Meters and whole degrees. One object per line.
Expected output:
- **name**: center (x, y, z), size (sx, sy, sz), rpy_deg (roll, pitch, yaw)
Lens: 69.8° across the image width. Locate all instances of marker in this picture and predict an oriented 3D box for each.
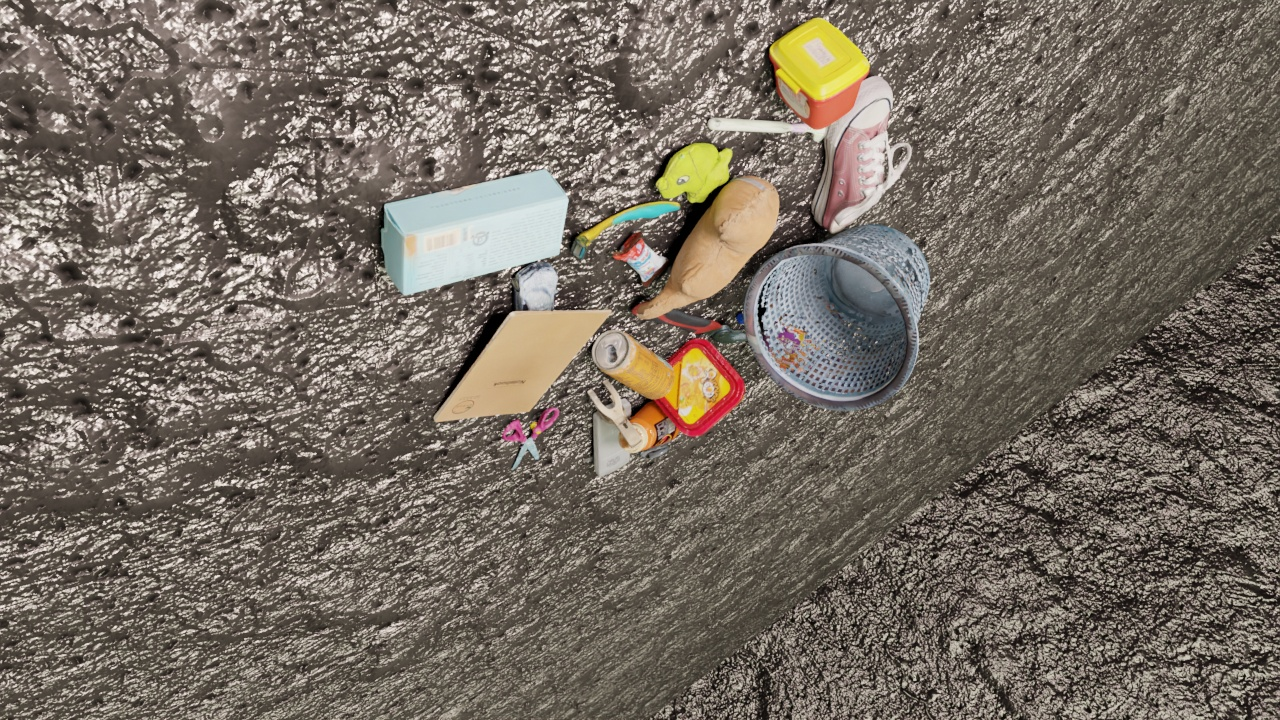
- **marker**: center (0.183, -0.050, 1.391), size (0.017, 0.017, 0.145), rpy_deg (-47, 149, 16)

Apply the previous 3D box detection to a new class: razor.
- **razor**: center (-0.016, -0.152, 1.016), size (0.132, 0.028, 0.043), rpy_deg (-26, 172, -14)

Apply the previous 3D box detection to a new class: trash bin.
- **trash bin**: center (0.276, -0.077, 1.198), size (0.194, 0.226, 0.227), rpy_deg (-41, 161, -47)

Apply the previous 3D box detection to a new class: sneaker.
- **sneaker**: center (0.279, -0.241, 1.151), size (0.118, 0.088, 0.241), rpy_deg (-26, 150, -19)

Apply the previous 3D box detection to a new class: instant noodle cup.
- **instant noodle cup**: center (0.092, 0.044, 1.340), size (0.116, 0.116, 0.123), rpy_deg (-43, 162, 8)
- **instant noodle cup**: center (0.227, -0.042, 1.348), size (0.111, 0.111, 0.099), rpy_deg (-18, 143, -31)

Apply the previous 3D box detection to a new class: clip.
- **clip**: center (-0.032, 0.077, 1.270), size (0.035, 0.102, 0.095), rpy_deg (-35, 176, -8)

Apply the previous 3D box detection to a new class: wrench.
- **wrench**: center (0.079, -0.051, 1.264), size (0.056, 0.016, 0.273), rpy_deg (-29, 156, 33)

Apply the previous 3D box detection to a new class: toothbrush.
- **toothbrush**: center (0.147, -0.266, 1.044), size (0.189, 0.020, 0.029), rpy_deg (-9, 110, -39)

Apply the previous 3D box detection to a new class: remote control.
- **remote control**: center (-0.043, 0.116, 1.368), size (0.058, 0.021, 0.150), rpy_deg (-25, 145, -23)

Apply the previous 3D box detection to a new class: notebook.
- **notebook**: center (-0.141, 0.007, 1.090), size (0.147, 0.008, 0.208), rpy_deg (-4, 146, -45)

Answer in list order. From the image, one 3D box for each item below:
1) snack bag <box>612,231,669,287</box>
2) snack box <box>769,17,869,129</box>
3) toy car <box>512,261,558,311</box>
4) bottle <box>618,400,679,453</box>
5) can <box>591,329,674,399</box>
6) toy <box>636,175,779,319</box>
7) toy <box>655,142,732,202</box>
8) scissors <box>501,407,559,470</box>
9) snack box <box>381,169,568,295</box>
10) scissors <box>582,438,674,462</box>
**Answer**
- **snack bag**: center (0.002, -0.120, 1.083), size (0.045, 0.026, 0.105), rpy_deg (-48, 153, 4)
- **snack box**: center (0.185, -0.298, 0.970), size (0.082, 0.091, 0.080), rpy_deg (-33, 158, -8)
- **toy car**: center (-0.117, -0.066, 1.027), size (0.048, 0.031, 0.106), rpy_deg (-24, 147, -24)
- **bottle**: center (0.008, 0.101, 1.326), size (0.067, 0.067, 0.149), rpy_deg (-52, 168, 24)
- **can**: center (-0.007, 0.007, 1.221), size (0.058, 0.058, 0.146), rpy_deg (-42, 150, 8)
- **toy**: center (0.083, -0.125, 1.099), size (0.143, 0.082, 0.227), rpy_deg (-31, 164, -53)
- **toy**: center (0.062, -0.210, 1.017), size (0.096, 0.031, 0.100), rpy_deg (-42, 155, -1)
- **scissors**: center (-0.160, 0.112, 1.250), size (0.107, 0.017, 0.136), rpy_deg (-10, 145, -41)
- **snack box**: center (-0.157, -0.124, 0.878), size (0.174, 0.051, 0.074), rpy_deg (-19, 147, -28)
- **scissors**: center (-0.020, 0.149, 1.456), size (0.175, 0.014, 0.133), rpy_deg (-31, 149, -11)
